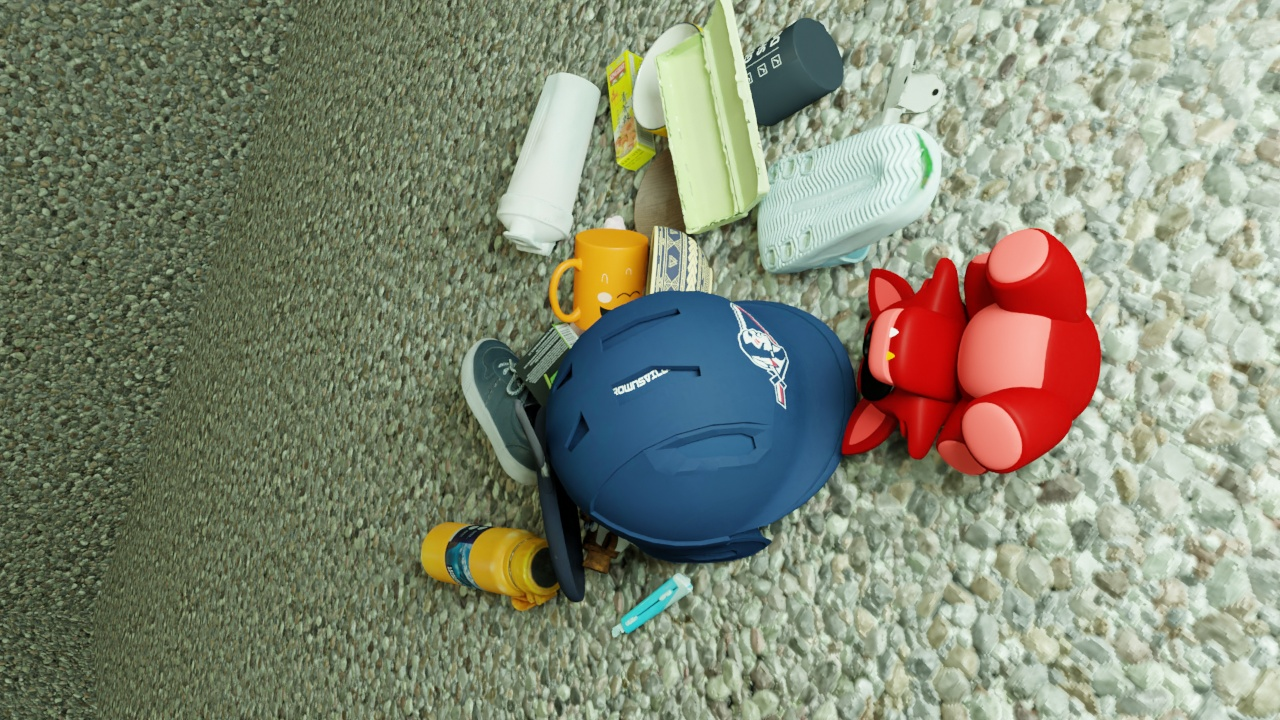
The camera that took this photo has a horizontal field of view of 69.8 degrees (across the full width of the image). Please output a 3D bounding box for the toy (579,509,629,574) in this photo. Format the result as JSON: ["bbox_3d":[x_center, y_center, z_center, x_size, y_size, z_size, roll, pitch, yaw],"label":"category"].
[{"bbox_3d":[-0.036,0.160,0.947,0.087,0.067,0.112,-18,51,64],"label":"toy"}]

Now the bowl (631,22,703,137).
[{"bbox_3d":[0.052,-0.290,0.977,0.118,0.067,0.117,-21,62,47],"label":"bowl"}]

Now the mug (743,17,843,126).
[{"bbox_3d":[0.143,-0.281,0.869,0.078,0.071,0.104,-21,36,47],"label":"mug"}]

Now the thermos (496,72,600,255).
[{"bbox_3d":[-0.112,-0.245,1.160,0.099,0.099,0.220,8,79,52],"label":"thermos"}]

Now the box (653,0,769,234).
[{"bbox_3d":[0.072,-0.226,0.868,0.141,0.047,0.187,-24,75,63],"label":"box"}]

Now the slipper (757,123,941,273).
[{"bbox_3d":[0.171,-0.128,0.767,0.246,0.074,0.104,172,106,-68],"label":"slipper"}]

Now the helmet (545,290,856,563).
[{"bbox_3d":[0.048,0.041,0.792,0.272,0.223,0.232,-21,56,5],"label":"helmet"}]

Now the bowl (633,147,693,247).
[{"bbox_3d":[0.041,-0.173,0.984,0.118,0.030,0.117,-20,63,47],"label":"bowl"}]

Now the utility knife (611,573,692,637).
[{"bbox_3d":[0.009,0.246,0.904,0.022,0.015,0.124,54,125,16],"label":"utility knife"}]

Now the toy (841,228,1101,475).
[{"bbox_3d":[0.217,-0.002,0.647,0.197,0.120,0.158,0,81,60],"label":"toy"}]

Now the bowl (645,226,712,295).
[{"bbox_3d":[0.039,-0.075,0.920,0.112,0.061,0.112,180,95,-88],"label":"bowl"}]

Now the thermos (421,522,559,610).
[{"bbox_3d":[-0.170,0.240,1.091,0.233,0.091,0.076,-8,41,50],"label":"thermos"}]

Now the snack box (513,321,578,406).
[{"bbox_3d":[-0.068,0.040,1.000,0.147,0.025,0.080,53,125,11],"label":"snack box"}]

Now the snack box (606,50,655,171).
[{"bbox_3d":[-0.012,-0.298,1.092,0.040,0.029,0.147,-31,56,42],"label":"snack box"}]

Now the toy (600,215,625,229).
[{"bbox_3d":[-0.039,-0.116,1.056,0.110,0.047,0.063,-56,33,38],"label":"toy"}]

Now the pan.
[{"bbox_3d":[-0.087,0.109,0.852,0.357,0.021,0.198,83,178,-65],"label":"pan"}]

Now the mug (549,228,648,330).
[{"bbox_3d":[-0.047,-0.083,0.977,0.078,0.112,0.096,34,127,50],"label":"mug"}]

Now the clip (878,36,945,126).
[{"bbox_3d":[0.223,-0.230,0.775,0.054,0.040,0.101,16,92,65],"label":"clip"}]

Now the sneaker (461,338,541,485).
[{"bbox_3d":[-0.147,0.043,1.108,0.088,0.089,0.235,-55,48,30],"label":"sneaker"}]

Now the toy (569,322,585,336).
[{"bbox_3d":[-0.060,0.012,1.036,0.096,0.052,0.099,36,113,37],"label":"toy"}]
